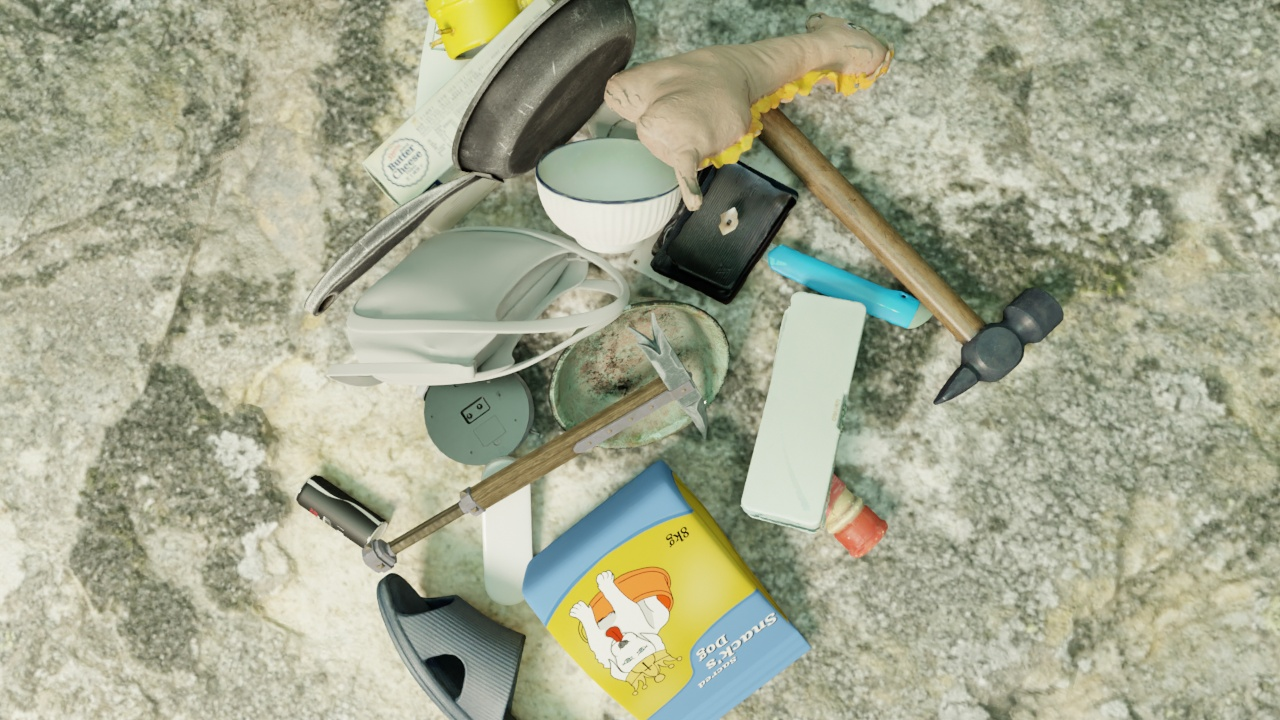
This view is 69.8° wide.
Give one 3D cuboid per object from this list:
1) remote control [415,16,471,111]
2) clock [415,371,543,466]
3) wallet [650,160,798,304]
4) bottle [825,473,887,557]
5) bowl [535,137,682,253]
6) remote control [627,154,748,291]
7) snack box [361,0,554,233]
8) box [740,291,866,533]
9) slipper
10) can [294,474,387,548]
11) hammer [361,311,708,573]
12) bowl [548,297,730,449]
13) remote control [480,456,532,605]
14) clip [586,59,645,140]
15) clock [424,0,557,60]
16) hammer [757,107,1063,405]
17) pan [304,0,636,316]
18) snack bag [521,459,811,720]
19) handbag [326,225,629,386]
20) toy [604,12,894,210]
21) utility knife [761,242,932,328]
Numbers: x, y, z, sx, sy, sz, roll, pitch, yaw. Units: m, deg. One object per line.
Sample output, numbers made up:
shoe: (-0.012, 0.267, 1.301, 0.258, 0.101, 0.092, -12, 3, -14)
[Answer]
remote control: (-0.173, -0.288, 0.844, 0.049, 0.024, 0.143, 10, 88, 6)
clock: (-0.149, 0.036, 0.823, 0.094, 0.035, 0.122, -36, 84, 3)
wallet: (0.070, -0.113, 0.782, 0.089, 0.026, 0.115, 23, 114, -25)
bottle: (0.160, 0.118, 0.787, 0.109, 0.044, 0.044, 44, 92, 6)
bowl: (-0.024, -0.126, 0.733, 0.118, 0.117, 0.062, 5, 127, 5)
remote control: (0.043, -0.132, 0.823, 0.050, 0.011, 0.136, 30, 89, 7)
snack box: (-0.131, -0.207, 0.798, 0.208, 0.104, 0.057, -42, 82, 2)
box: (0.135, 0.040, 0.763, 0.083, 0.066, 0.198, 18, 71, -9)
slipper: (-0.121, 0.275, 0.785, 0.082, 0.101, 0.263, -37, 91, -5)
can: (-0.271, 0.137, 0.831, 0.080, 0.031, 0.031, 33, 91, 6)
hammer: (-0.092, 0.094, 0.765, 0.317, 0.147, 0.028, -30, 43, 4)
bowl: (-0.004, 0.005, 0.773, 0.157, 0.157, 0.038, -29, 43, 3)
remote control: (-0.117, 0.151, 0.808, 0.043, 0.013, 0.136, -2, 102, -8)
clip: (0.003, -0.187, 0.790, 0.126, 0.097, 0.152, 30, 79, 16)
clock: (-0.127, -0.303, 0.797, 0.118, 0.083, 0.057, -21, 103, -16)
hammer: (0.202, -0.109, 0.791, 0.129, 0.040, 0.321, -41, 81, -8)
pan: (-0.131, -0.152, 0.716, 0.055, 0.187, 0.357, 44, 98, 1)
snack bag: (0.023, 0.213, 0.773, 0.159, 0.102, 0.205, -38, 97, 3)
handbag: (-0.113, -0.034, 0.730, 0.223, 0.215, 0.096, 4, 128, 29)
toy: (0.107, -0.209, 0.738, 0.264, 0.065, 0.196, -14, 57, -20)
utility knife: (0.171, -0.070, 0.807, 0.178, 0.015, 0.031, 25, 87, 3)
